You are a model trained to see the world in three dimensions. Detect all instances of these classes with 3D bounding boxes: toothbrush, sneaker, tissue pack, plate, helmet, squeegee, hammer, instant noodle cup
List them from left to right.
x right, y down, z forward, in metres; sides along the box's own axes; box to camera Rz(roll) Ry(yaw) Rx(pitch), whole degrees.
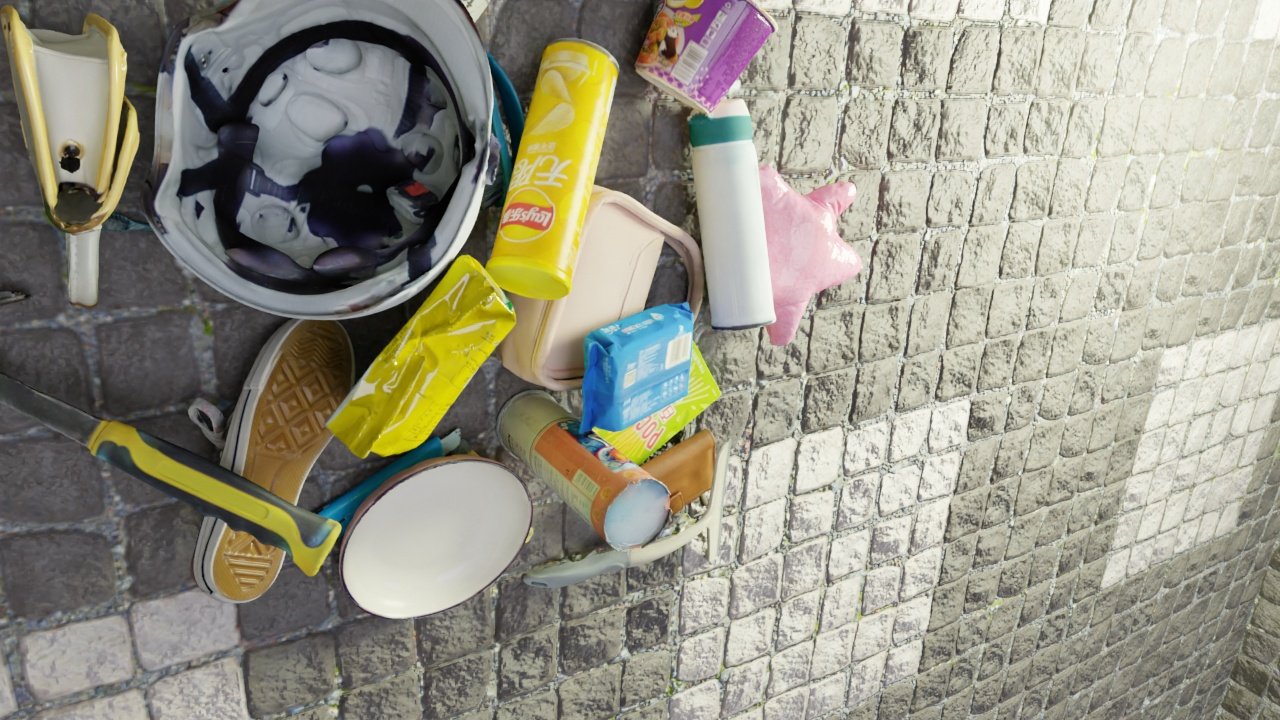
[{"bbox_3d":[-0.368,0.060,0.659,0.323,0.032,0.126,30,81,-12],"label":"hammer"},{"bbox_3d":[-0.325,-0.093,0.716,0.191,0.018,0.016,7,105,-35],"label":"toothbrush"},{"bbox_3d":[-0.314,0.073,0.753,0.118,0.088,0.240,31,68,-50],"label":"sneaker"},{"bbox_3d":[-0.214,-0.150,0.670,0.229,0.146,0.258,14,83,-4],"label":"helmet"},{"bbox_3d":[-0.197,0.164,0.881,0.192,0.039,0.193,-19,130,-24],"label":"plate"},{"bbox_3d":[-0.008,0.210,1.015,0.246,0.039,0.247,-18,142,-15],"label":"squeegee"},{"bbox_3d":[-0.005,0.005,0.862,0.156,0.052,0.095,-25,128,-45],"label":"tissue pack"},{"bbox_3d":[0.053,-0.288,0.838,0.111,0.111,0.099,21,106,-38],"label":"instant noodle cup"}]

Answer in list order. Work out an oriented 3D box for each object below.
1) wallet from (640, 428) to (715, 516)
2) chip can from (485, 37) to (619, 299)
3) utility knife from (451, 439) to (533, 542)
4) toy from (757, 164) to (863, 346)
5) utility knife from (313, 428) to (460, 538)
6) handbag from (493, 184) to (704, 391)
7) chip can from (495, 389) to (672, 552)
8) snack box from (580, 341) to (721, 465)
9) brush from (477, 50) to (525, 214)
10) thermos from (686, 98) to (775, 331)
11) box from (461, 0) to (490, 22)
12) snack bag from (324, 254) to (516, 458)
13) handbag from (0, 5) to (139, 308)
[{"bbox_3d":[0.027,0.143,1.030,0.130,0.035,0.119,-30,140,-15],"label":"wallet"},{"bbox_3d":[-0.071,-0.161,0.771,0.072,0.072,0.213,25,70,-38],"label":"chip can"},{"bbox_3d":[-0.151,0.137,0.934,0.031,0.018,0.152,-37,130,-9],"label":"utility knife"},{"bbox_3d":[0.170,-0.107,1.003,0.178,0.074,0.195,9,108,-23],"label":"toy"},{"bbox_3d":[-0.237,0.115,0.862,0.165,0.018,0.034,-35,124,-18],"label":"utility knife"},{"bbox_3d":[-0.020,-0.064,0.903,0.233,0.093,0.193,8,105,-44],"label":"handbag"},{"bbox_3d":[-0.058,0.097,0.848,0.071,0.215,0.071,-13,116,-29],"label":"chip can"},{"bbox_3d":[0.011,0.053,0.997,0.156,0.026,0.086,-39,125,-14],"label":"snack box"},{"bbox_3d":[-0.133,-0.200,0.778,0.073,0.055,0.144,-30,123,-33],"label":"brush"},{"bbox_3d":[0.092,-0.146,0.921,0.073,0.073,0.224,-15,103,-29],"label":"thermos"},{"bbox_3d":[-0.125,-0.332,0.723,0.074,0.064,0.164,30,92,-23],"label":"box"},{"bbox_3d":[-0.165,-0.001,0.734,0.068,0.246,0.158,37,86,-9],"label":"snack bag"},{"bbox_3d":[-0.359,-0.129,0.587,0.063,0.163,0.179,-8,115,-32],"label":"handbag"}]
